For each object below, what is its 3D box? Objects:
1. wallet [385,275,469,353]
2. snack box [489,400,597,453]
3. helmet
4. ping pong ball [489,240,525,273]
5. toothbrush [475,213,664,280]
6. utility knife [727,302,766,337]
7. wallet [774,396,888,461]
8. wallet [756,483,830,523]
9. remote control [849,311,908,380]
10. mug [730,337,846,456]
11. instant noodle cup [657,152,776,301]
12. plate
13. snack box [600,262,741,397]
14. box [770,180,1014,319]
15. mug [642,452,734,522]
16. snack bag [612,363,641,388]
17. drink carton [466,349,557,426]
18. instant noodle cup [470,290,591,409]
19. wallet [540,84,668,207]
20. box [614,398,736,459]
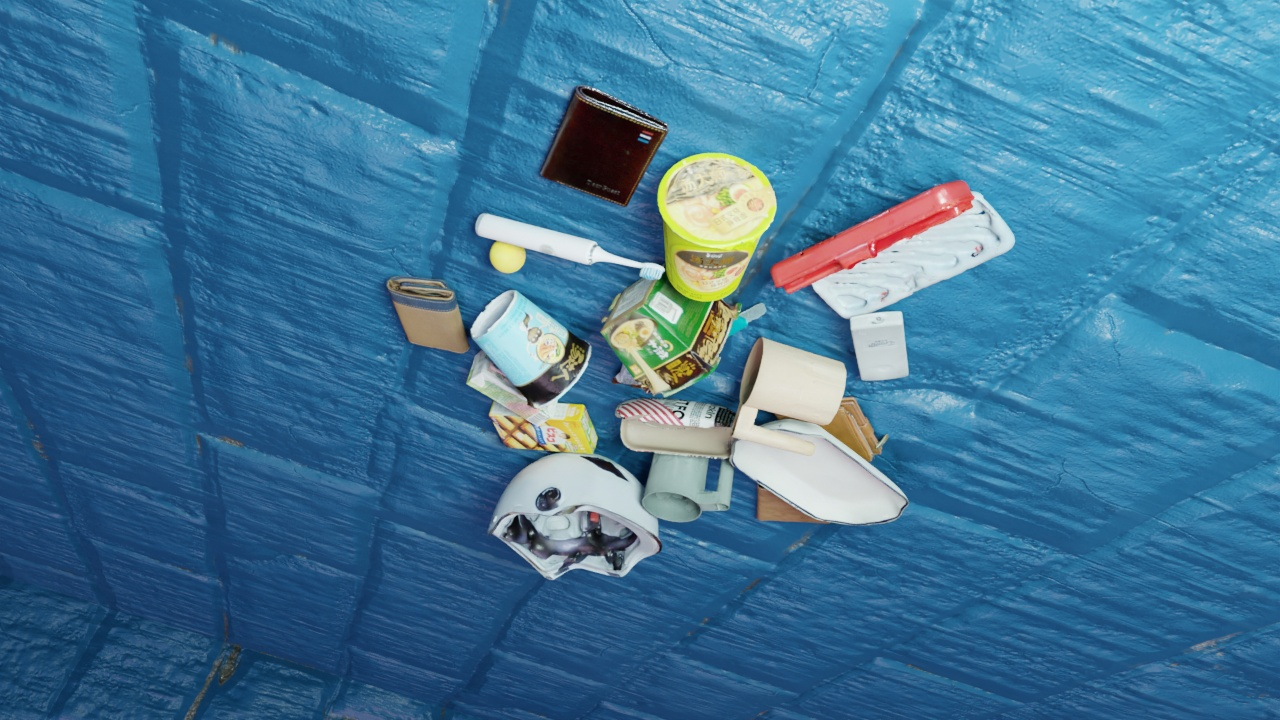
[{"bbox_3d":[-0.267,-0.057,1.165,0.090,0.033,0.115,10,145,10],"label":"wallet"},{"bbox_3d":[-0.139,0.095,1.324,0.140,0.033,0.087,1,143,14],"label":"snack box"},{"bbox_3d":[-0.090,0.218,1.374,0.259,0.145,0.229,-16,139,27],"label":"helmet"},{"bbox_3d":[-0.150,-0.119,1.035,0.040,0.040,0.040,9,144,7],"label":"ping pong ball"},{"bbox_3d":[-0.076,-0.120,0.978,0.221,0.026,0.027,17,158,19],"label":"toothbrush"},{"bbox_3d":[0.084,-0.028,1.100,0.029,0.013,0.186,33,140,-24],"label":"utility knife"},{"bbox_3d":[0.251,0.093,1.188,0.119,0.035,0.131,-10,141,26],"label":"wallet"},{"bbox_3d":[0.231,0.213,1.369,0.115,0.020,0.101,3,144,10],"label":"wallet"},{"bbox_3d":[0.269,-0.014,1.030,0.056,0.019,0.135,-7,152,17],"label":"remote control"},{"bbox_3d":[0.174,0.045,1.086,0.103,0.125,0.084,15,-172,-5],"label":"mug"},{"bbox_3d":[0.070,-0.123,0.912,0.112,0.111,0.124,11,152,4],"label":"instant noodle cup"},{"bbox_3d":[0.238,0.147,1.218,0.265,0.034,0.162,34,144,-28],"label":"plate"},{"bbox_3d":[0.028,-0.039,1.033,0.105,0.118,0.118,42,137,-19],"label":"snack box"},{"bbox_3d":[0.245,-0.109,0.906,0.157,0.069,0.202,15,150,-43],"label":"box"},{"bbox_3d":[0.071,0.161,1.281,0.124,0.103,0.084,-4,140,22],"label":"mug"},{"bbox_3d":[-0.007,0.007,1.166,0.045,0.026,0.106,8,145,-7],"label":"snack bag"},{"bbox_3d":[-0.169,0.034,1.233,0.122,0.053,0.046,35,135,-26],"label":"drink carton"},{"bbox_3d":[-0.139,-0.019,1.119,0.111,0.111,0.120,-22,125,39],"label":"instant noodle cup"},{"bbox_3d":[-0.037,-0.207,0.902,0.096,0.020,0.123,22,145,-11],"label":"wallet"},{"bbox_3d":[0.049,0.094,1.221,0.162,0.075,0.086,2,111,11],"label":"box"}]
